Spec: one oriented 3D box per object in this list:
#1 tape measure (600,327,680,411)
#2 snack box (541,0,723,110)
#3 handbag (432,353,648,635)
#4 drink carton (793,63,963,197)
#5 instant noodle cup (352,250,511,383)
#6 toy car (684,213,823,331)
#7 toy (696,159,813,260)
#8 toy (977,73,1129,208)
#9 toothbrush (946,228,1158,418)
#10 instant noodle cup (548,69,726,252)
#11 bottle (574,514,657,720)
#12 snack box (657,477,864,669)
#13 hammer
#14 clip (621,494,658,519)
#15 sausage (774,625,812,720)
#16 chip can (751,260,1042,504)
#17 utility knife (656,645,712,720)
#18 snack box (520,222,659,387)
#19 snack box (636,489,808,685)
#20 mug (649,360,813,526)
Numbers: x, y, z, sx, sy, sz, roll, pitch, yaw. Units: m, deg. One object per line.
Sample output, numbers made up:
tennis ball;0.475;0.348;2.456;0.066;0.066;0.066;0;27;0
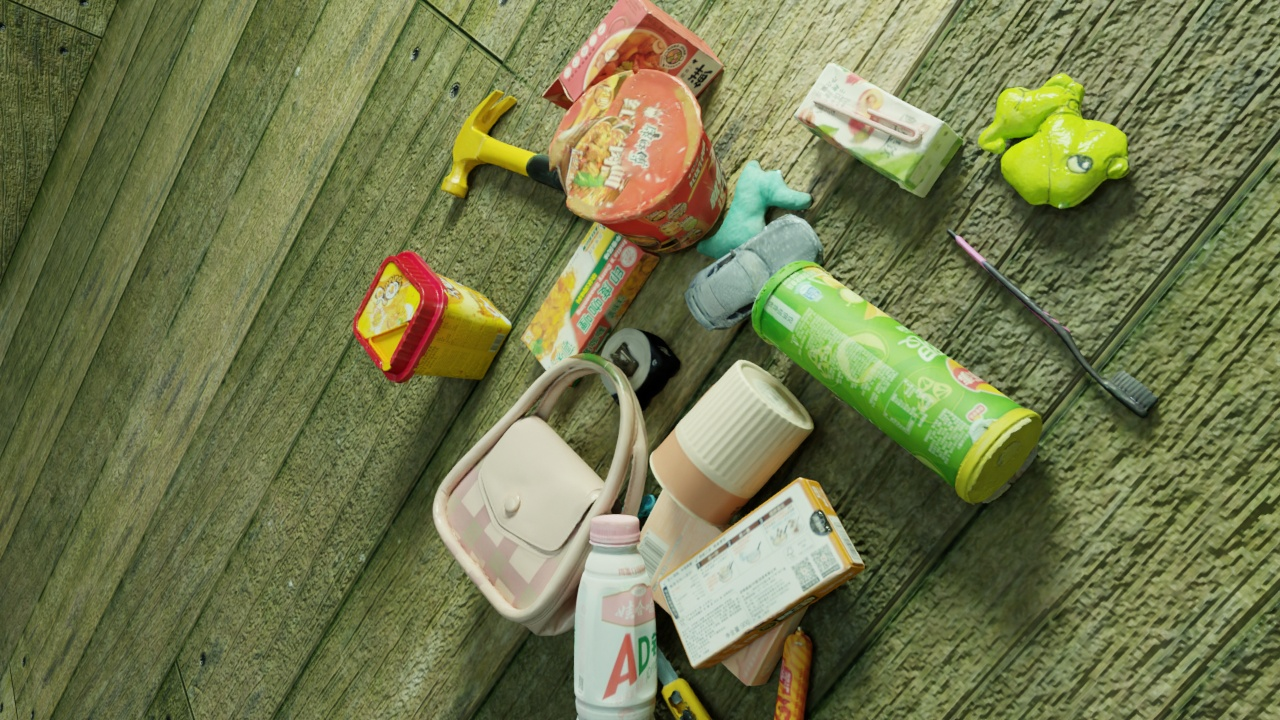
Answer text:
tape measure;-0.005;0.005;0.829;0.066;0.033;0.066;-52;52;17
snack box;-0.006;-0.256;0.841;0.127;0.113;0.044;-44;55;26
handbag;-0.075;0.105;0.825;0.193;0.093;0.234;38;104;43
drink carton;0.179;-0.178;0.703;0.122;0.045;0.054;45;108;38
instant noodle cup;-0.215;-0.038;0.964;0.116;0.123;0.116;43;108;39
toy car;0.092;-0.070;0.748;0.121;0.036;0.054;-33;88;27
toy;0.097;-0.123;0.774;0.096;0.030;0.092;19;95;37
toy;0.276;-0.145;0.619;0.097;0.031;0.100;-6;71;40
toothbrush;0.268;-0.033;0.611;0.018;0.014;0.189;-43;54;13
instant noodle cup;0.009;-0.163;0.793;0.138;0.108;0.137;-8;72;24
bottle;-0.021;0.225;0.740;0.068;0.068;0.197;1;92;42
snack box;0.084;0.159;0.680;0.154;0.026;0.075;-41;55;25
hammer;-0.110;-0.207;0.976;0.301;0.032;0.129;28;100;42
clip;0.000;0.130;0.804;0.057;0.047;0.014;-27;63;37
sausage;0.106;0.277;0.670;0.021;0.021;0.165;3;82;42
chip can;0.170;0.007;0.647;0.221;0.072;0.073;43;108;39
utility knife;0.042;0.287;0.715;0.033;0.015;0.216;-60;41;17
snack box;-0.051;-0.058;0.890;0.077;0.027;0.156;47;111;37
snack box;0.058;0.176;0.735;0.157;0.026;0.084;34;101;41
mug;0.070;0.056;0.728;0.106;0.081;0.114;-50;22;19
